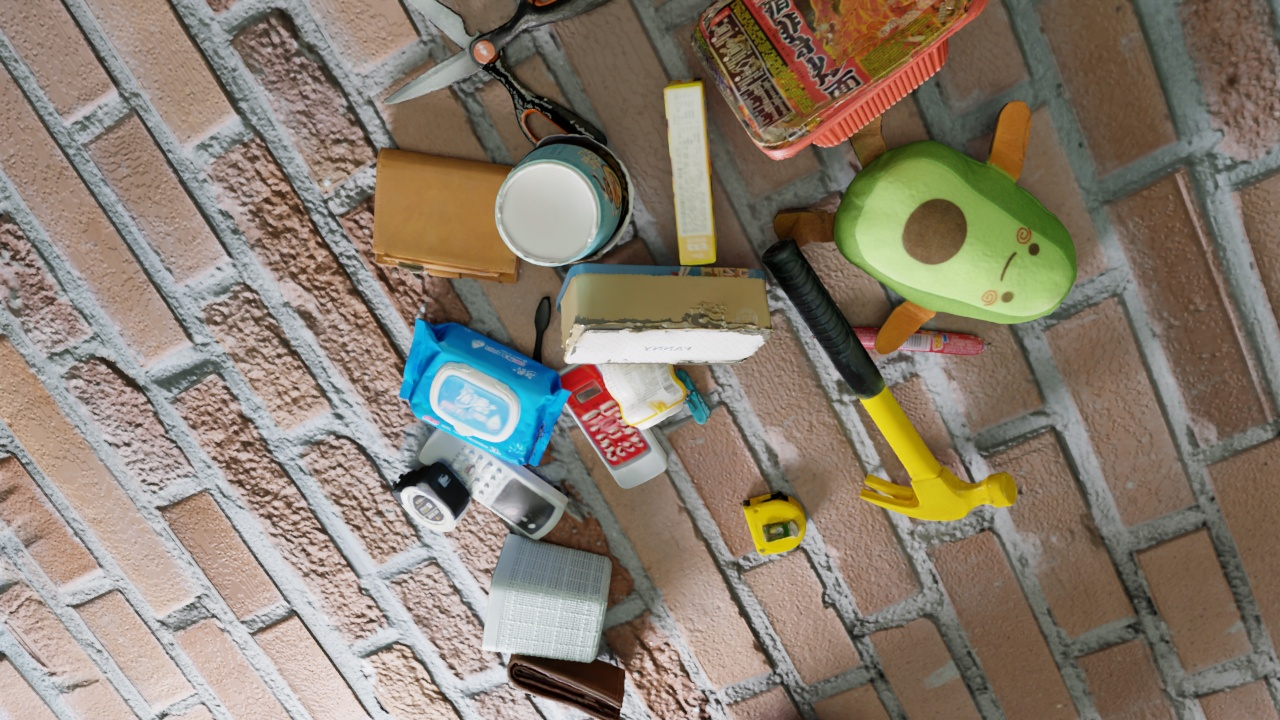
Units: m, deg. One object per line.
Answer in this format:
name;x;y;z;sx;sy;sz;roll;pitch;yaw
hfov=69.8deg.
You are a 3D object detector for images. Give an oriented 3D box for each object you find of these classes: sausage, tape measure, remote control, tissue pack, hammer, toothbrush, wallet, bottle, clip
sausage;0.230;-0.018;0.811;0.156;0.020;0.020;4;110;5
tape measure;0.130;0.158;0.882;0.057;0.028;0.060;-15;108;11
remote control;-0.144;0.117;0.897;0.150;0.021;0.058;36;118;-7
tissue pack;-0.149;0.030;0.845;0.157;0.052;0.095;26;117;3
hammer;0.196;0.024;0.788;0.129;0.032;0.301;-21;112;42
toothbrush;-0.102;0.026;0.870;0.014;0.017;0.189;12;114;2
tape measure;-0.201;0.134;0.896;0.066;0.033;0.066;-16;119;40
wallet;-0.074;0.317;0.925;0.124;0.101;0.032;21;90;0
bottle;-0.005;0.005;0.823;0.063;0.063;0.108;-27;91;15
remote control;-0.028;0.059;0.867;0.056;0.020;0.136;-28;104;14
clip;0.048;0.033;0.849;0.013;0.034;0.054;-30;93;13
wallet;-0.168;-0.125;0.810;0.132;0.031;0.108;8;107;3

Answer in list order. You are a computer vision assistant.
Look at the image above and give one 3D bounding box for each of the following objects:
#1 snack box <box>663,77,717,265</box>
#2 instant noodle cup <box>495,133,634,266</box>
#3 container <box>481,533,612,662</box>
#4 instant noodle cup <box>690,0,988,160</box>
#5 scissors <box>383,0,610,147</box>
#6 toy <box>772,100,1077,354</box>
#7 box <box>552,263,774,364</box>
snack box;0.042;-0.155;0.746;0.034;0.086;0.140;-6;110;7
instant noodle cup;-0.063;-0.121;0.726;0.111;0.120;0.111;1;106;3
container;-0.089;0.235;0.904;0.111;0.090;0.090;10;111;-1
instant noodle cup;0.146;-0.242;0.679;0.189;0.164;0.079;-36;147;18
scissors;-0.108;-0.255;0.760;0.221;0.021;0.234;-40;102;17
toy;0.241;-0.105;0.742;0.247;0.089;0.227;24;120;1
box;0.013;-0.036;0.761;0.184;0.090;0.061;3;69;-16
